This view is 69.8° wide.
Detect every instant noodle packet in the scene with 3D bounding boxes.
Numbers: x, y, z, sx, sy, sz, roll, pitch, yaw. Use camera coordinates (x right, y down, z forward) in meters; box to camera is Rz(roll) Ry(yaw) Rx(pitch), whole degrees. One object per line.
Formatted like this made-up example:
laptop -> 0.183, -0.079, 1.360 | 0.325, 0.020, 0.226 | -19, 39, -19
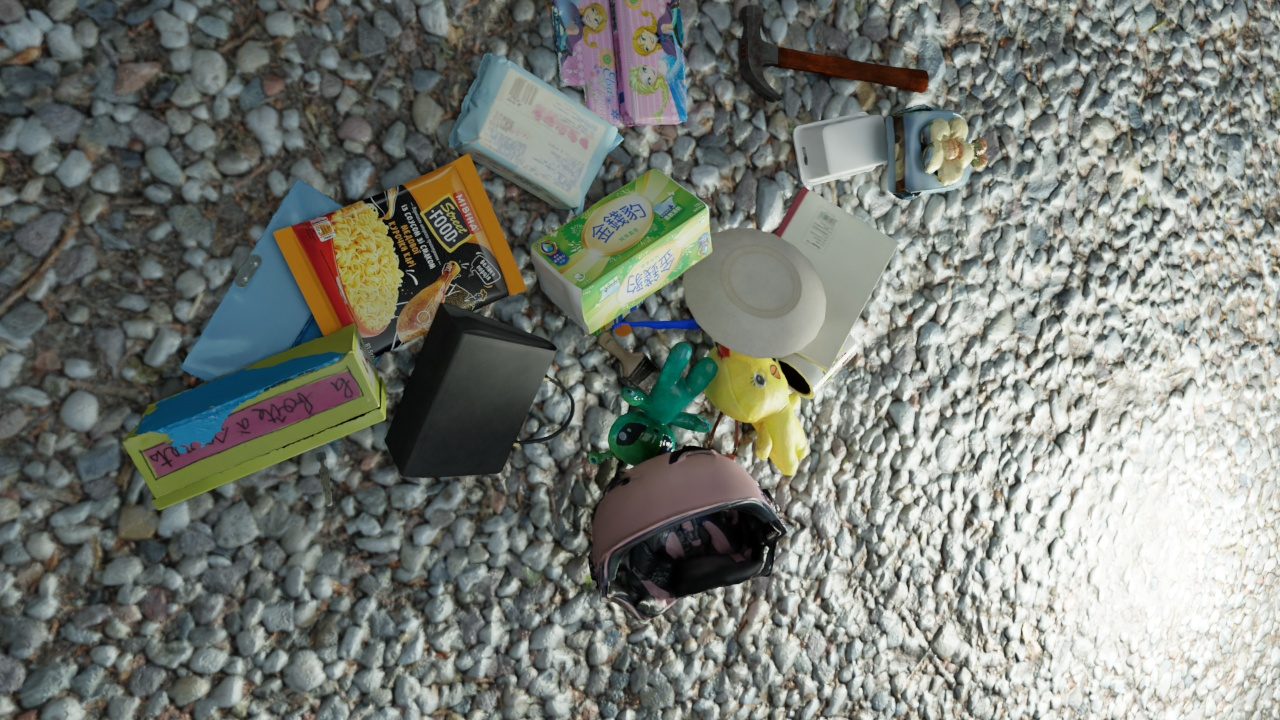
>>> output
instant noodle packet -> -0.247, -0.104, 0.972 | 0.220, 0.032, 0.160 | -28, 107, -21

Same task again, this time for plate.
plate -> 0.147, -0.093, 1.148 | 0.188, 0.027, 0.188 | 5, 64, -11

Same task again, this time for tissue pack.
tissue pack -> -0.016, -0.109, 1.086 | 0.197, 0.120, 0.141 | -30, 144, -14
tissue pack -> -0.117, -0.250, 1.035 | 0.181, 0.070, 0.112 | 26, 84, -28

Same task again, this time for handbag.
handbag -> -0.157, 0.048, 1.030 | 0.195, 0.072, 0.176 | 13, 111, -37
handbag -> 0.109, 0.106, 1.209 | 0.055, 0.029, 0.119 | 17, 83, -24
handbag -> 0.398, -0.279, 1.225 | 0.191, 0.119, 0.122 | -16, 104, -53

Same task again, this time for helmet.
helmet -> 0.046, 0.190, 1.085 | 0.230, 0.152, 0.255 | -23, 147, 7

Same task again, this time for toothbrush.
toothbrush -> -0.314, 0.120, 0.917 | 0.010, 0.181, 0.010 | -17, 106, -18
toothbrush -> 0.037, -0.042, 1.136 | 0.182, 0.016, 0.018 | -4, 59, -41

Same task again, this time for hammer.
hammer -> 0.264, -0.391, 1.225 | 0.300, 0.028, 0.111 | 0, 95, -26

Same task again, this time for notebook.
notebook -> 0.230, -0.110, 1.204 | 0.153, 0.012, 0.208 | 31, 75, 2

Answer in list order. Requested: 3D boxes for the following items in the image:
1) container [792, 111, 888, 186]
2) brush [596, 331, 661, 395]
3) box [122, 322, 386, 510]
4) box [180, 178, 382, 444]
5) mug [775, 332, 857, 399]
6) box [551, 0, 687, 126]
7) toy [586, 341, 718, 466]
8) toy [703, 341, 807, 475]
container -> 0.274, -0.286, 1.228 | 0.129, 0.050, 0.081 | -18, 103, -23
brush -> -0.007, 0.007, 1.120 | 0.039, 0.012, 0.151 | -51, 135, -5
box -> -0.363, 0.050, 0.883 | 0.220, 0.124, 0.081 | -25, 110, -10
box -> -0.343, -0.050, 0.968 | 0.174, 0.033, 0.231 | 33, 81, -24
mug -> 0.221, -0.016, 1.226 | 0.105, 0.073, 0.089 | 45, 75, 4
box -> -0.026, -0.394, 1.084 | 0.159, 0.035, 0.230 | -9, 98, -23
toy -> 0.019, 0.066, 1.121 | 0.130, 0.072, 0.193 | 28, 103, -25
toy -> 0.148, 0.050, 1.169 | 0.207, 0.092, 0.133 | 51, 36, -6
